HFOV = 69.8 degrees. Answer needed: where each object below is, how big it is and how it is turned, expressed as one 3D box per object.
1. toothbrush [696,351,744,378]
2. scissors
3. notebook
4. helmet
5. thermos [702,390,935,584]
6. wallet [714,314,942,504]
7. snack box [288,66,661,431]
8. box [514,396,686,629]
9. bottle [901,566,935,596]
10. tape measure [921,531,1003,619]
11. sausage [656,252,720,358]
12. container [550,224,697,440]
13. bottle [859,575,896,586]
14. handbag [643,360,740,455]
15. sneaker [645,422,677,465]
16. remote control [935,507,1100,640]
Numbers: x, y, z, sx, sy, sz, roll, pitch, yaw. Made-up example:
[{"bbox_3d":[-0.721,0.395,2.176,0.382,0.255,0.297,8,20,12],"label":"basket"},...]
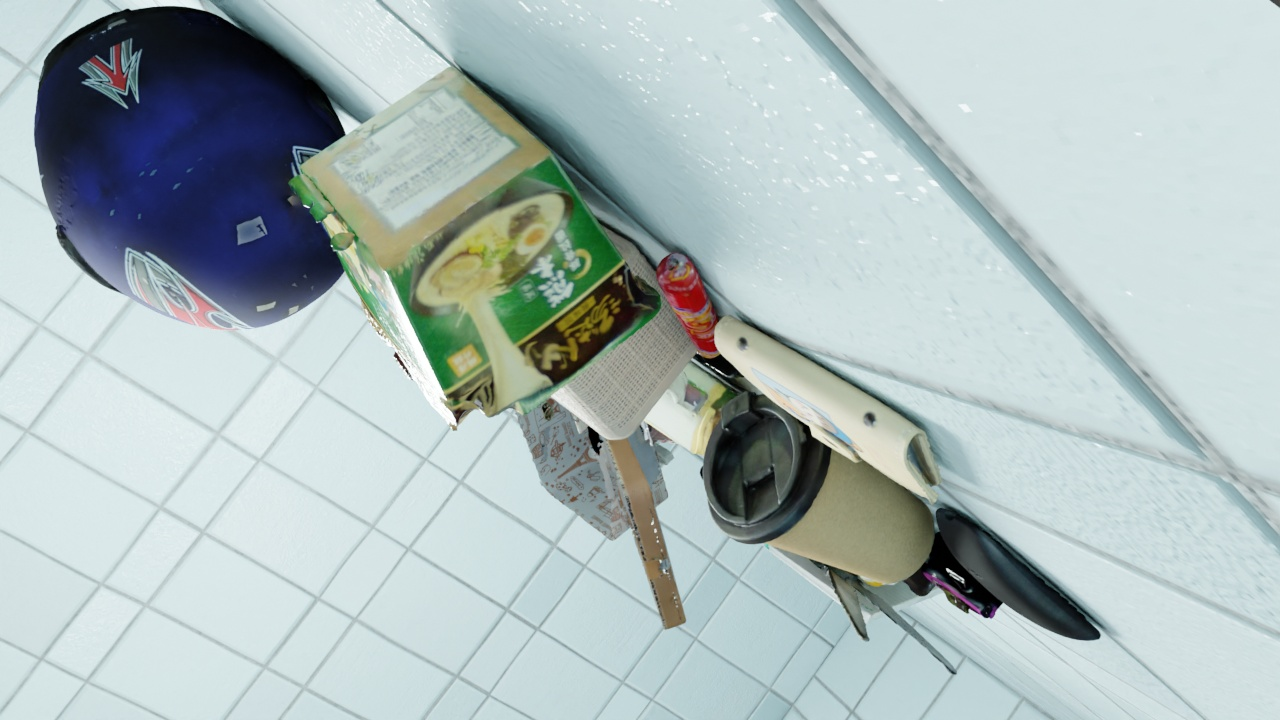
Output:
[{"bbox_3d":[-0.013,-0.040,0.604,0.213,0.026,0.027,33,-174,35],"label":"toothbrush"},{"bbox_3d":[0.136,0.147,0.685,0.234,0.022,0.220,37,-168,14],"label":"scissors"},{"bbox_3d":[0.179,0.162,0.794,0.150,0.012,0.208,34,-162,34],"label":"notebook"},{"bbox_3d":[-0.370,-0.145,0.822,0.240,0.247,0.316,55,172,6],"label":"helmet"},{"bbox_3d":[0.110,0.082,0.555,0.143,0.093,0.093,29,180,-29],"label":"thermos"},{"bbox_3d":[0.094,0.025,0.454,0.115,0.024,0.087,33,169,36],"label":"wallet"},{"bbox_3d":[-0.073,-0.054,0.398,0.118,0.117,0.106,45,166,30],"label":"snack box"},{"bbox_3d":[-0.026,0.105,0.855,0.260,0.110,0.179,29,144,46],"label":"box"},{"bbox_3d":[0.153,0.108,0.726,0.195,0.044,0.080,37,-176,18],"label":"bottle"},{"bbox_3d":[0.218,0.145,0.615,0.058,0.039,0.057,39,175,-29],"label":"tape measure"},{"bbox_3d":[0.029,-0.024,0.472,0.020,0.020,0.156,36,176,18],"label":"sausage"},{"bbox_3d":[-0.034,-0.025,0.519,0.090,0.090,0.111,35,173,30],"label":"container"},{"bbox_3d":[0.147,0.109,0.652,0.108,0.063,0.063,35,176,25],"label":"bottle"},{"bbox_3d":[-0.004,0.004,0.666,0.163,0.063,0.178,34,180,19],"label":"handbag"},{"bbox_3d":[0.018,0.055,0.967,0.118,0.088,0.241,35,174,28],"label":"sneaker"},{"bbox_3d":[0.225,0.135,0.555,0.136,0.024,0.053,38,177,-19],"label":"remote control"}]
